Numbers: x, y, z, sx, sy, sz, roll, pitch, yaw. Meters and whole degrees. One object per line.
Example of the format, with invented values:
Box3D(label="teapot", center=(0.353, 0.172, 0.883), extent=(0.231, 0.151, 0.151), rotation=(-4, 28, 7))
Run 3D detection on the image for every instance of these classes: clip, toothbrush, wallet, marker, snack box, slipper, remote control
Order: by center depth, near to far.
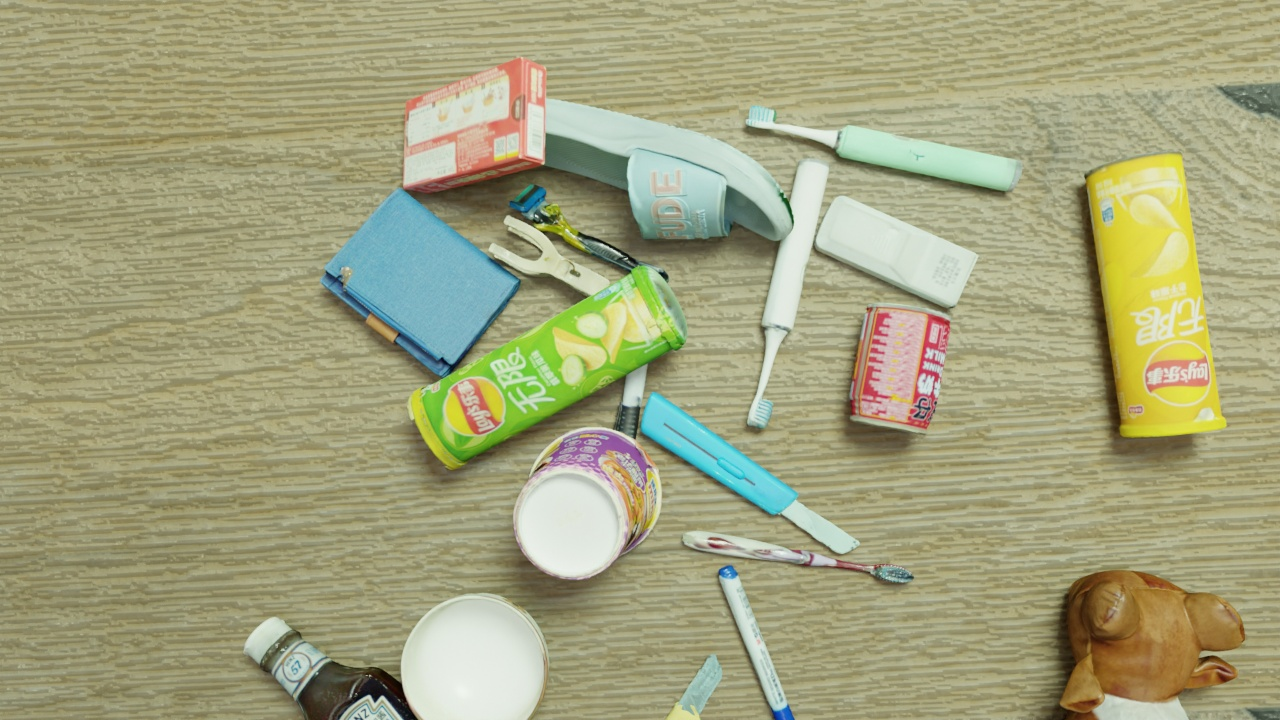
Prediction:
Box3D(label="snack box", center=(-0.133, -0.180, 0.718), extent=(0.153, 0.025, 0.075), rotation=(-2, 86, 43))
Box3D(label="slipper", center=(0.001, -0.139, 0.718), extent=(0.245, 0.104, 0.074), rotation=(19, 82, 8))
Box3D(label="marker", center=(0.095, 0.235, 0.737), extent=(0.017, 0.017, 0.145), rotation=(-22, 87, 1))
Box3D(label="toothbrush", center=(0.126, 0.159, 0.738), extent=(0.187, 0.017, 0.016), rotation=(9, 87, 2))
Box3D(label="toothbrush", center=(0.117, -0.054, 0.744), extent=(0.026, 0.026, 0.221), rotation=(12, 88, 21))
Box3D(label="remote control", center=(0.206, -0.089, 0.744), extent=(0.125, 0.024, 0.049), rotation=(24, 89, 3))
Box3D(label="toothbrush", center=(0.196, -0.173, 0.747), extent=(0.224, 0.026, 0.027), rotation=(13, 109, 4))
Box3D(label="marker", center=(-0.004, 0.004, 0.752), extent=(0.022, 0.018, 0.130), rotation=(8, 88, -3))
Box3D(label="wallet", center=(-0.180, -0.063, 0.754), extent=(0.133, 0.040, 0.106), rotation=(37, 81, 4))
Box3D(label="clip", center=(-0.074, -0.080, 0.760), extent=(0.104, 0.081, 0.034), rotation=(27, 87, -14))

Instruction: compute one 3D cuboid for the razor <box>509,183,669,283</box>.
Box3D(label="razor", center=(-0.040, -0.098, 0.757), extent=(0.143, 0.042, 0.022), rotation=(30, 130, 0))

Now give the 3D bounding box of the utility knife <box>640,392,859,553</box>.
Box3D(label="utility knife", center=(0.087, 0.095, 0.744), extent=(0.207, 0.018, 0.034), rotation=(34, 88, 2))

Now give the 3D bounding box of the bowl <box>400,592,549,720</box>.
Box3D(label="bowl", center=(-0.125, 0.237, 0.724), extent=(0.113, 0.062, 0.113), rotation=(0, 86, 2))

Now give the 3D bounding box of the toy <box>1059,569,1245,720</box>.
Box3D(label="toy", center=(0.371, 0.260, 0.677), extent=(0.140, 0.130, 0.199), rotation=(7, 97, -3))

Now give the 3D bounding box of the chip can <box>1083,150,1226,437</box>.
Box3D(label="chip can", center=(0.395, -0.049, 0.711), extent=(0.072, 0.072, 0.213), rotation=(-7, 86, 2))

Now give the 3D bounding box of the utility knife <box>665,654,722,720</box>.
Box3D(label="utility knife", center=(0.011, 0.322, 0.740), extent=(0.031, 0.020, 0.194), rotation=(33, 85, -2))

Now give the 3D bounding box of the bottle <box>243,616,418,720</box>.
Box3D(label="bottle", center=(-0.232, 0.277, 0.728), extent=(0.195, 0.044, 0.079), rotation=(36, 79, 11))

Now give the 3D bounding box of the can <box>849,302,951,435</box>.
Box3D(label="can", center=(0.202, 0.007, 0.718), extent=(0.066, 0.066, 0.093), rotation=(11, 87, 3))

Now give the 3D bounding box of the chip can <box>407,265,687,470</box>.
Box3D(label="chip can", center=(-0.069, 0.005, 0.717), extent=(0.221, 0.072, 0.072), rotation=(-29, 86, 7))

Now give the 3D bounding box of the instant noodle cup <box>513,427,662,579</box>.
Box3D(label="instant noodle cup", center=(-0.045, 0.112, 0.701), extent=(0.111, 0.099, 0.111), rotation=(1, 94, 9))
